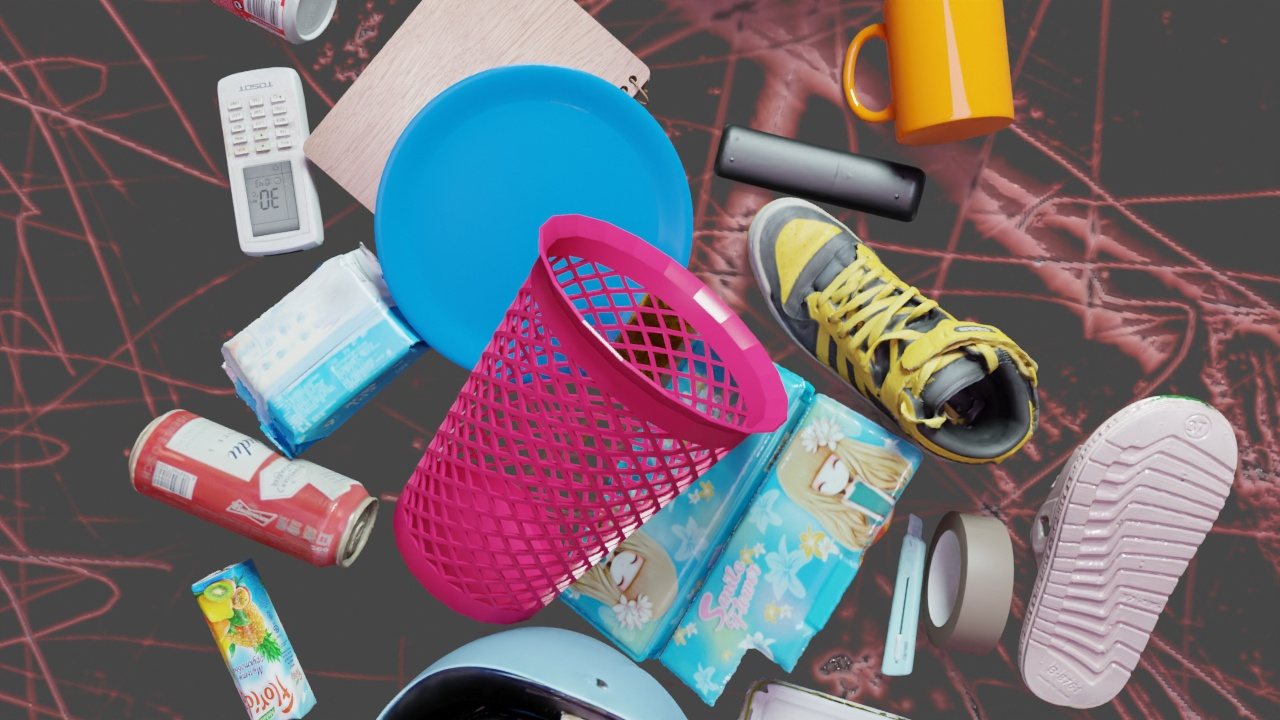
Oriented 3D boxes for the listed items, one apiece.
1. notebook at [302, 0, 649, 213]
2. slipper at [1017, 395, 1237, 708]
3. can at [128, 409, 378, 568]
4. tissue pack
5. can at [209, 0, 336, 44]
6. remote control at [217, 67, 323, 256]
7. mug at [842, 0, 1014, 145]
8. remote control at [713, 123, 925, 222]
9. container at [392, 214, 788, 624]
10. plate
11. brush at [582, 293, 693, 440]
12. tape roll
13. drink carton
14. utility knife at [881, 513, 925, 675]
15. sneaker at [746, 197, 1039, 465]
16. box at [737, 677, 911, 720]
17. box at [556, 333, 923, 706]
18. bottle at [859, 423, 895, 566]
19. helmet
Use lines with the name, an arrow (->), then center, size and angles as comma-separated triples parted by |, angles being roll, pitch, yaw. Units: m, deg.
notebook -> -0.115, -0.178, 0.673 | 0.169, 0.022, 0.210 | 41, 93, -3
slipper -> 0.324, 0.129, 0.642 | 0.094, 0.064, 0.240 | 13, 109, 5
can -> -0.282, 0.095, 0.672 | 0.170, 0.067, 0.067 | 22, 92, 3
tissue pack -> -0.229, -0.007, 0.670 | 0.144, 0.061, 0.093 | -40, 88, 0
can -> -0.280, -0.280, 0.665 | 0.105, 0.064, 0.064 | 28, 92, 2
remote control -> -0.276, -0.148, 0.687 | 0.060, 0.025, 0.138 | -8, 91, 3
mug -> 0.196, -0.203, 0.641 | 0.113, 0.077, 0.096 | -6, 91, 31
remote control -> 0.130, -0.137, 0.667 | 0.152, 0.020, 0.041 | 14, 91, 4
container -> -0.049, 0.053, 0.592 | 0.183, 0.182, 0.226 | 41, 114, 2
plate -> -0.073, -0.094, 0.655 | 0.224, 0.024, 0.224 | -3, 105, -13
brush -> -0.004, 0.004, 0.672 | 0.048, 0.017, 0.126 | 32, 95, -16
tape roll -> 0.223, 0.152, 0.631 | 0.030, 0.093, 0.093 | 10, 92, 3
drink carton -> -0.288, 0.216, 0.689 | 0.044, 0.038, 0.129 | -24, 90, 3
utility knife -> 0.196, 0.172, 0.673 | 0.022, 0.015, 0.120 | 8, 90, 28
sneaker -> 0.166, -0.020, 0.617 | 0.238, 0.122, 0.086 | 44, 92, 0
box -> 0.174, 0.289, 0.671 | 0.210, 0.045, 0.065 | 16, 79, 3
box -> 0.062, 0.114, 0.636 | 0.182, 0.039, 0.227 | 31, 93, 29
bottle -> 0.150, 0.098, 0.649 | 0.063, 0.063, 0.109 | 35, 94, 2
helmet -> -0.050, 0.295, 0.611 | 0.226, 0.166, 0.265 | -34, 91, 15
